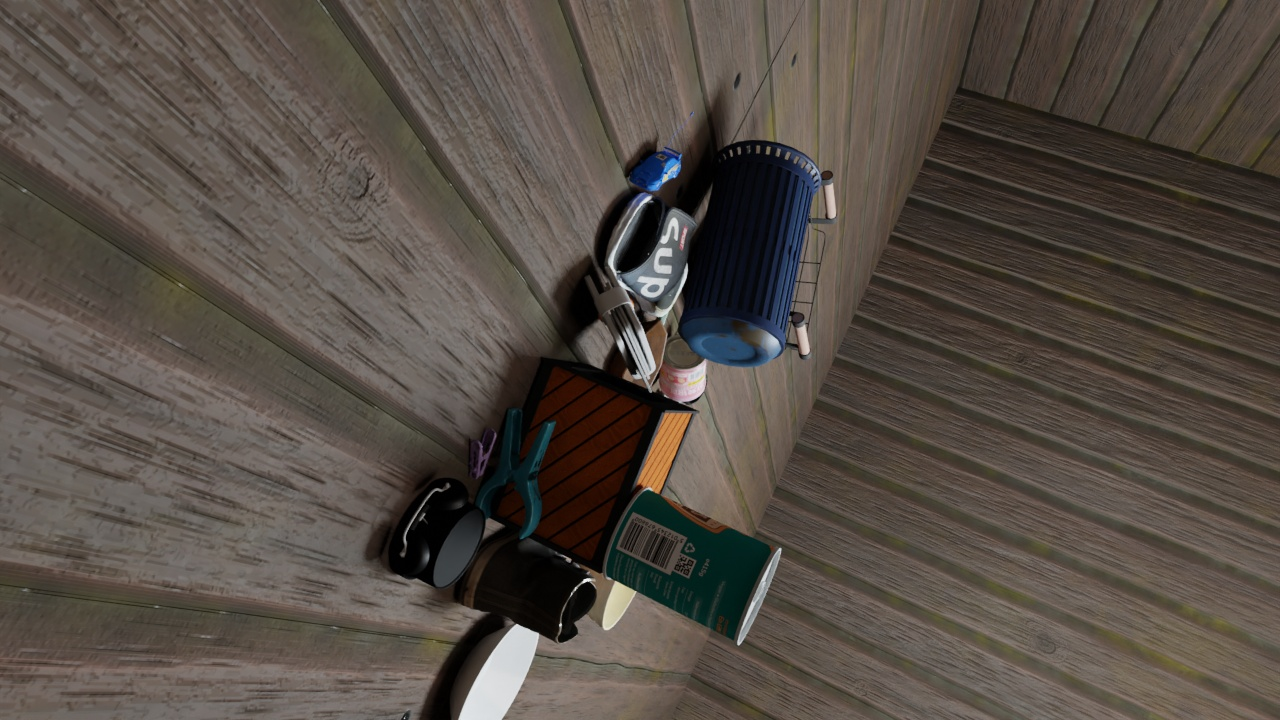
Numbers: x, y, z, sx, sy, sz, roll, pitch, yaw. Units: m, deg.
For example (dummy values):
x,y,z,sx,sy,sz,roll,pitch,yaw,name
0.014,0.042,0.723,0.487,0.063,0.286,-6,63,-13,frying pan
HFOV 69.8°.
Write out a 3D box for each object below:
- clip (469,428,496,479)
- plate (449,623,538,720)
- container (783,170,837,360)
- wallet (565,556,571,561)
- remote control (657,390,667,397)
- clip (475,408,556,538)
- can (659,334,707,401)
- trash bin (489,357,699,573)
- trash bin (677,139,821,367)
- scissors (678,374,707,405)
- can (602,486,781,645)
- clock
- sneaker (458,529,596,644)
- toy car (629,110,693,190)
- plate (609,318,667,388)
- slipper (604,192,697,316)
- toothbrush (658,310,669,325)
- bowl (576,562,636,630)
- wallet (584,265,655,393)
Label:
x,y,z,sx,sy,sz,roll,pitch,yaw,name
-0.150,0.089,0.866,0.029,0.013,0.050,-39,149,-54,clip
-0.182,0.375,1.081,0.173,0.036,0.174,-55,159,-34,plate
0.189,-0.138,1.284,0.163,0.130,0.240,60,41,-60,container
-0.092,0.242,1.222,0.120,0.013,0.087,-58,165,-26,wallet
0.005,0.105,1.336,0.136,0.013,0.033,-62,162,-17,remote control
-0.139,0.110,0.908,0.030,0.120,0.130,-3,92,-67,clip
0.060,0.011,1.293,0.067,0.067,0.076,-55,158,-34,can
-0.048,0.106,0.971,0.172,0.140,0.139,-68,162,4,trash bin
0.131,-0.125,1.121,0.139,0.139,0.249,68,33,-66,trash bin
0.087,0.021,1.473,0.202,0.015,0.205,-70,164,6,scissors
0.050,0.198,0.893,0.099,0.144,0.099,-55,159,-34,can
-0.179,0.153,0.807,0.091,0.042,0.121,-59,161,-24,clock
-0.093,0.231,1.034,0.095,0.120,0.234,-71,165,12,sneaker
0.026,-0.220,0.957,0.091,0.033,0.062,-45,159,-50,toy car
-0.007,0.007,1.161,0.131,0.025,0.131,-55,159,-34,plate
0.025,-0.112,1.053,0.111,0.063,0.264,-65,165,-8,slipper
0.023,-0.024,1.224,0.016,0.017,0.190,-25,135,-63,toothbrush
-0.048,0.302,1.321,0.150,0.075,0.151,-56,160,-33,bowl
-0.014,-0.027,0.961,0.037,0.115,0.118,-26,156,-2,wallet
